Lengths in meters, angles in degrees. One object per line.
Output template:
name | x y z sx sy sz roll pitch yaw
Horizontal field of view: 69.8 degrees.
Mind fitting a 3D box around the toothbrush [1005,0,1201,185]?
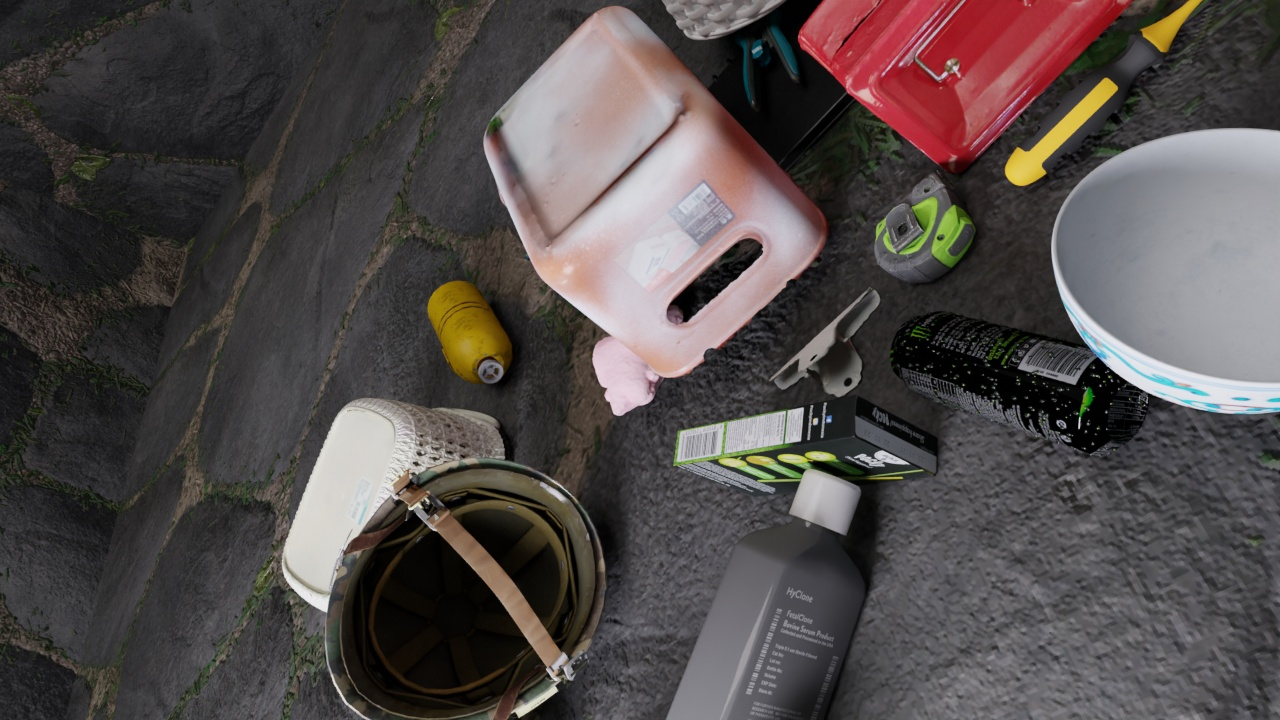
toothbrush | 0.289 -0.178 0.528 0.031 0.031 0.197 45 108 6

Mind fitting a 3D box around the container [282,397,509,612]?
container | -0.251 0.156 0.940 0.185 0.143 0.251 13 81 41

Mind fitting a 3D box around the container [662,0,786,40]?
container | 0.061 -0.412 0.790 0.190 0.187 0.189 -29 35 23

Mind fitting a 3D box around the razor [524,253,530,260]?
razor | -0.069 -0.112 0.970 0.042 0.022 0.144 -39 29 -27

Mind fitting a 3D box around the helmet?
helmet | -0.131 0.179 0.703 0.223 0.192 0.237 -37 -9 -42

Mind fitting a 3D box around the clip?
clip | 0.132 -0.002 0.638 0.102 0.040 0.054 -46 19 27

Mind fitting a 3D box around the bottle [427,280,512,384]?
bottle | -0.189 -0.024 1.030 0.071 0.071 0.163 -56 36 13

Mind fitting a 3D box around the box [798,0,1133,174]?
box | 0.197 -0.228 0.590 0.158 0.135 0.117 -46 40 24

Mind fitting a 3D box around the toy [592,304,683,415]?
toy | -0.005 0.005 0.781 0.099 0.052 0.095 -29 40 32

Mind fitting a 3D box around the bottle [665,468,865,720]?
bottle | 0.086 0.151 0.549 0.046 0.083 0.173 13 80 55

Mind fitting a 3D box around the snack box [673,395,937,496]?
snack box | 0.101 0.059 0.586 0.148 0.080 0.025 -17 57 48

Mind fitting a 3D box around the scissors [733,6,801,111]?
scissors | 0.105 -0.272 0.798 0.130 0.019 0.150 25 84 48

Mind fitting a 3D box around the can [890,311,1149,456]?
can | 0.203 0.009 0.504 0.138 0.054 0.054 24 90 55

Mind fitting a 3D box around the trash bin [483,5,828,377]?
trash bin | -0.004 -0.145 0.730 0.182 0.157 0.259 -42 40 14

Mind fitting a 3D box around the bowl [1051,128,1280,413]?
bowl | 0.261 -0.027 0.412 0.144 0.074 0.143 -10 51 12

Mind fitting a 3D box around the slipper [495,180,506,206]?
slipper | -0.107 -0.181 0.997 0.064 0.094 0.239 -54 42 9

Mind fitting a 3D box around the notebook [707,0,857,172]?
notebook | 0.079 -0.197 0.825 0.232 0.019 0.169 -45 41 27

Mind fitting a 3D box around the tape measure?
tape measure | 0.183 -0.084 0.602 0.066 0.035 0.058 -44 41 27
